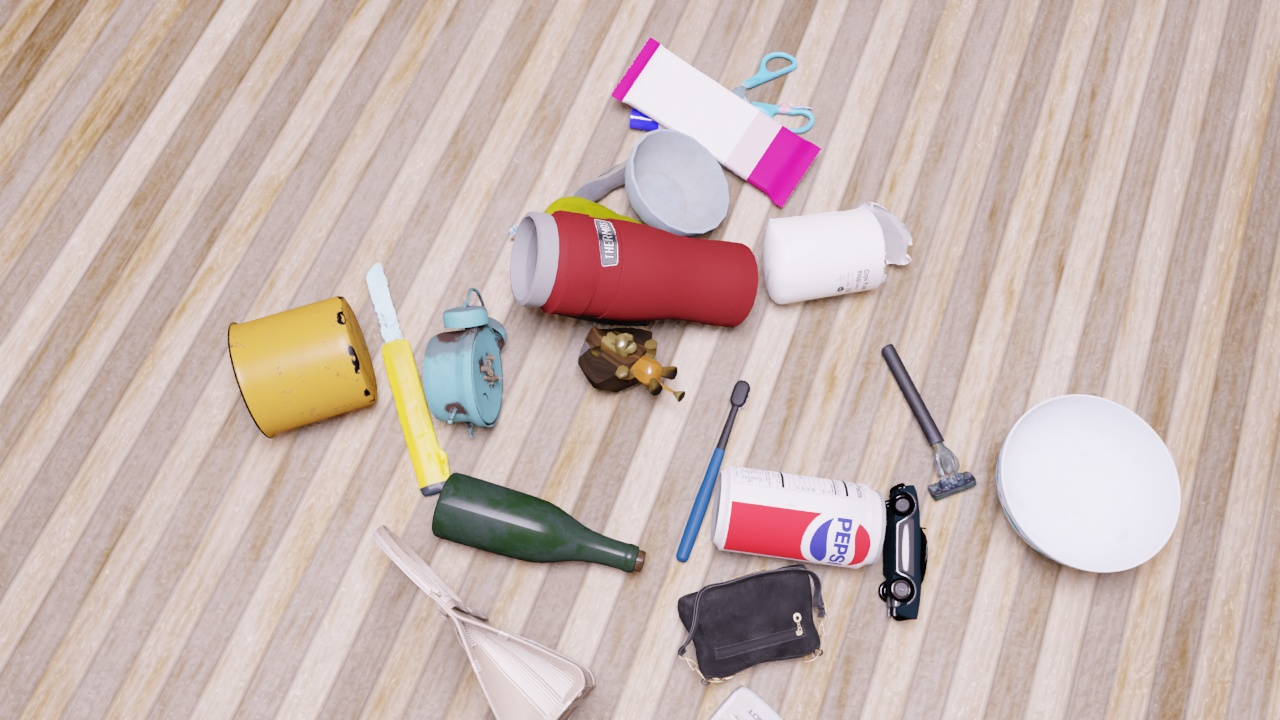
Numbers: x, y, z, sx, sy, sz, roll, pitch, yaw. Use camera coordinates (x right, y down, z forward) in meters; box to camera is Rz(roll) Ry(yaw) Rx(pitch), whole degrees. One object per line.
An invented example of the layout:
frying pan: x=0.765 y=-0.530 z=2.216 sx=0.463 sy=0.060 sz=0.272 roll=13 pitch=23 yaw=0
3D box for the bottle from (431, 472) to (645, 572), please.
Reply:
bottle: x=-0.081 y=0.142 z=0.756 sx=0.174 sy=0.055 sz=0.055 roll=16 pitch=72 yaw=2

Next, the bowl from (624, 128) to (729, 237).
bowl: x=0.028 y=-0.158 z=0.851 sx=0.106 sy=0.039 sz=0.106 roll=12 pitch=66 yaw=-27

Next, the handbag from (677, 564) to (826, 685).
handbag: x=0.090 y=0.212 z=0.739 sx=0.128 sy=0.054 sz=0.079 roll=-13 pitch=77 yaw=-8

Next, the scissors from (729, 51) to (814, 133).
scissors: x=0.108 y=-0.275 z=0.916 sx=0.140 sy=0.015 sz=0.111 roll=13 pitch=72 yaw=-3

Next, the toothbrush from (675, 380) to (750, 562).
toothbrush: x=0.063 y=0.094 z=0.794 sx=0.014 sy=0.014 sz=0.167 roll=17 pitch=75 yaw=15

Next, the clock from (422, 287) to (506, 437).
clock: x=-0.147 y=-0.001 z=0.782 sx=0.053 sy=0.090 sz=0.124 roll=-3 pitch=73 yaw=7

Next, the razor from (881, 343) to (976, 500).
razor: x=0.249 y=0.050 z=0.811 sx=0.042 sy=0.022 sz=0.144 roll=-19 pitch=74 yaw=-9

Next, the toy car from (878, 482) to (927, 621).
toy car: x=0.220 y=0.159 z=0.763 sx=0.034 sy=0.046 sz=0.112 roll=5 pitch=74 yaw=1

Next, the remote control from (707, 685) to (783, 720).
remote control: x=0.057 y=0.324 z=0.715 sx=0.060 sy=0.025 sz=0.138 roll=42 pitch=76 yaw=11

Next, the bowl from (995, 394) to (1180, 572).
bowl: x=0.359 y=0.107 z=0.769 sx=0.144 sy=0.074 sz=0.143 roll=0 pitch=72 yaw=-2

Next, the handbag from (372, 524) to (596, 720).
handbag: x=-0.124 y=0.190 z=0.677 sx=0.198 sy=0.176 sz=0.062 roll=40 pitch=75 yaw=13

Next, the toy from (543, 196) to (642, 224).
toy: x=-0.042 y=-0.103 z=0.836 sx=0.110 sy=0.051 sz=0.090 roll=10 pitch=70 yaw=-2

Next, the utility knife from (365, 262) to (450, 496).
utility knife: x=-0.208 y=0.013 z=0.811 sx=0.030 sy=0.019 sz=0.223 roll=-16 pitch=78 yaw=-13

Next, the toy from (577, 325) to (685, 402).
toy: x=-0.005 y=0.005 z=0.794 sx=0.100 sy=0.063 sz=0.076 roll=29 pitch=54 yaw=26

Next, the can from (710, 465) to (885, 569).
can: x=0.128 y=0.129 z=0.757 sx=0.132 sy=0.070 sz=0.070 roll=8 pitch=72 yaw=1

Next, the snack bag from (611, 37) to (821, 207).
snack bag: x=0.072 y=-0.228 z=0.877 sx=0.196 sy=0.016 sz=0.070 roll=33 pitch=87 yaw=1

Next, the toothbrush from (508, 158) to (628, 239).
toothbrush: x=-0.044 y=-0.162 z=0.872 sx=0.185 sy=0.022 sz=0.024 roll=-33 pitch=76 yaw=-10

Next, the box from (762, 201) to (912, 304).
box: x=0.179 y=-0.102 z=0.830 sx=0.143 sy=0.080 sz=0.089 roll=-7 pitch=56 yaw=-5

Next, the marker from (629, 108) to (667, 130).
marker: x=0.061 y=-0.227 z=0.896 sx=0.141 sy=0.020 sz=0.020 roll=8 pitch=72 yaw=1

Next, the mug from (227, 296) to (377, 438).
mug: x=-0.282 y=-0.003 z=0.780 sx=0.094 sy=0.101 sz=0.123 roll=-17 pitch=33 yaw=-9

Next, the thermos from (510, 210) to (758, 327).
thermos: x=-0.009 y=-0.068 z=0.786 sx=0.198 sy=0.108 sz=0.083 roll=5 pitch=56 yaw=-25
